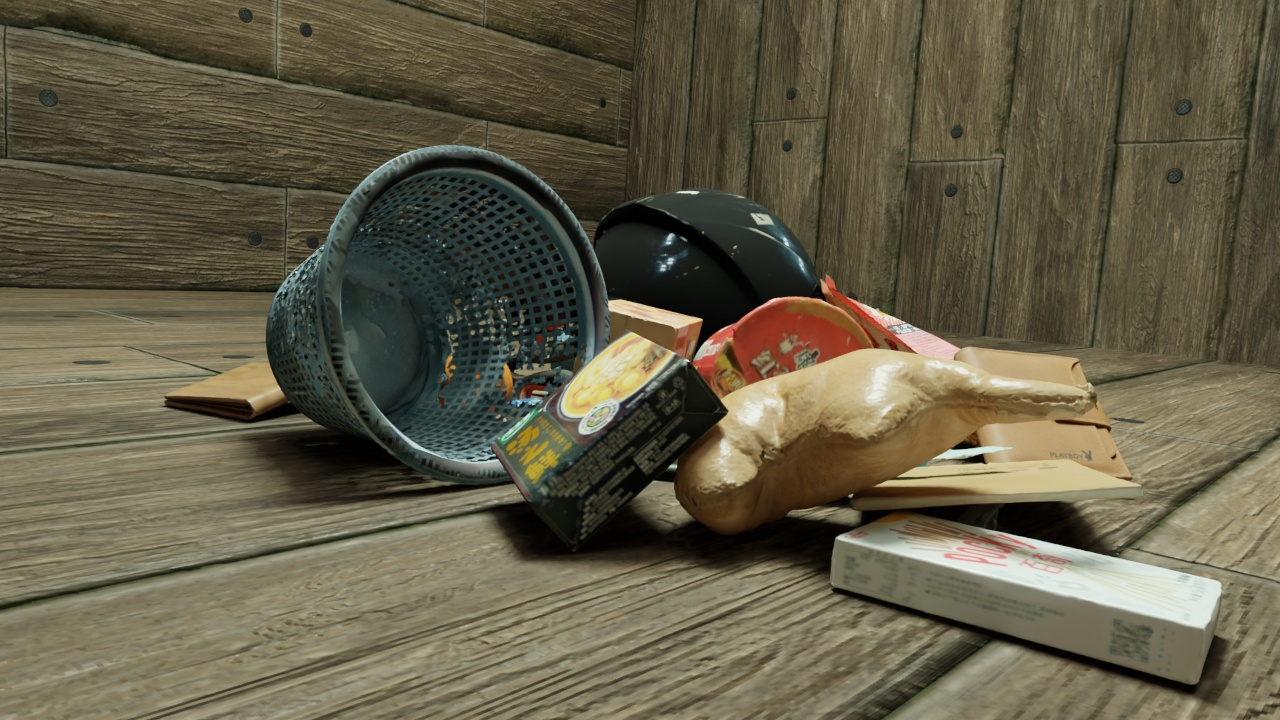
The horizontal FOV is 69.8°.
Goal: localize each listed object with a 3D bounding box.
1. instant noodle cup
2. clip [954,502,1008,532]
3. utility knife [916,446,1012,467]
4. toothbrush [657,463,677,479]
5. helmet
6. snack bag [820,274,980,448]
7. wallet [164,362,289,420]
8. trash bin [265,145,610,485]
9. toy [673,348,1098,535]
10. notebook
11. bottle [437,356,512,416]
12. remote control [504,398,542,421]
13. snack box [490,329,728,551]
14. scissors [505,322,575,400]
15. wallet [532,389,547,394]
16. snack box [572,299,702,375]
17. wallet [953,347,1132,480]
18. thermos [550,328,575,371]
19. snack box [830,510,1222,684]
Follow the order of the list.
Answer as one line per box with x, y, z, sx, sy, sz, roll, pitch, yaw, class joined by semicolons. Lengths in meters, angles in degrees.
0.104;0.020;0.722;0.137;0.138;0.109;2;1;-14;instant noodle cup
0.203;0.098;0.554;0.056;0.026;0.024;-14;12;-40;clip
0.149;0.070;0.620;0.203;0.018;0.034;-7;2;-1;utility knife
0.055;0.081;0.650;0.186;0.012;0.017;4;1;7;toothbrush
0.067;-0.058;0.919;0.234;0.230;0.273;13;22;43;helmet
0.262;-0.004;0.857;0.128;0.073;0.208;19;20;-49;snack bag
-0.347;0.023;0.819;0.115;0.020;0.101;3;19;26;wallet
-0.167;-0.022;0.679;0.226;0.226;0.196;-2;-4;-43;trash bin
0.125;0.034;0.510;0.226;0.082;0.143;-22;10;22;toy
0.212;0.077;0.584;0.148;0.008;0.207;-5;-3;15;notebook
-0.165;0.022;0.860;0.066;0.066;0.150;1;0;-22;bottle
-0.052;0.055;0.767;0.125;0.024;0.049;11;9;25;remote control
-0.024;0.042;0.536;0.113;0.053;0.126;-41;22;-9;snack box
-0.136;0.023;0.914;0.021;0.160;0.235;23;-43;-39;scissors
-0.063;0.027;1.026;0.087;0.024;0.115;10;8;39;wallet
-0.004;0.004;0.747;0.077;0.093;0.094;15;10;13;snack box
0.316;0.045;0.731;0.108;0.031;0.131;4;46;-2;wallet
-0.006;-0.006;1.170;0.220;0.070;0.070;4;6;5;thermos
0.179;0.105;0.433;0.157;0.027;0.084;9;7;36;snack box
